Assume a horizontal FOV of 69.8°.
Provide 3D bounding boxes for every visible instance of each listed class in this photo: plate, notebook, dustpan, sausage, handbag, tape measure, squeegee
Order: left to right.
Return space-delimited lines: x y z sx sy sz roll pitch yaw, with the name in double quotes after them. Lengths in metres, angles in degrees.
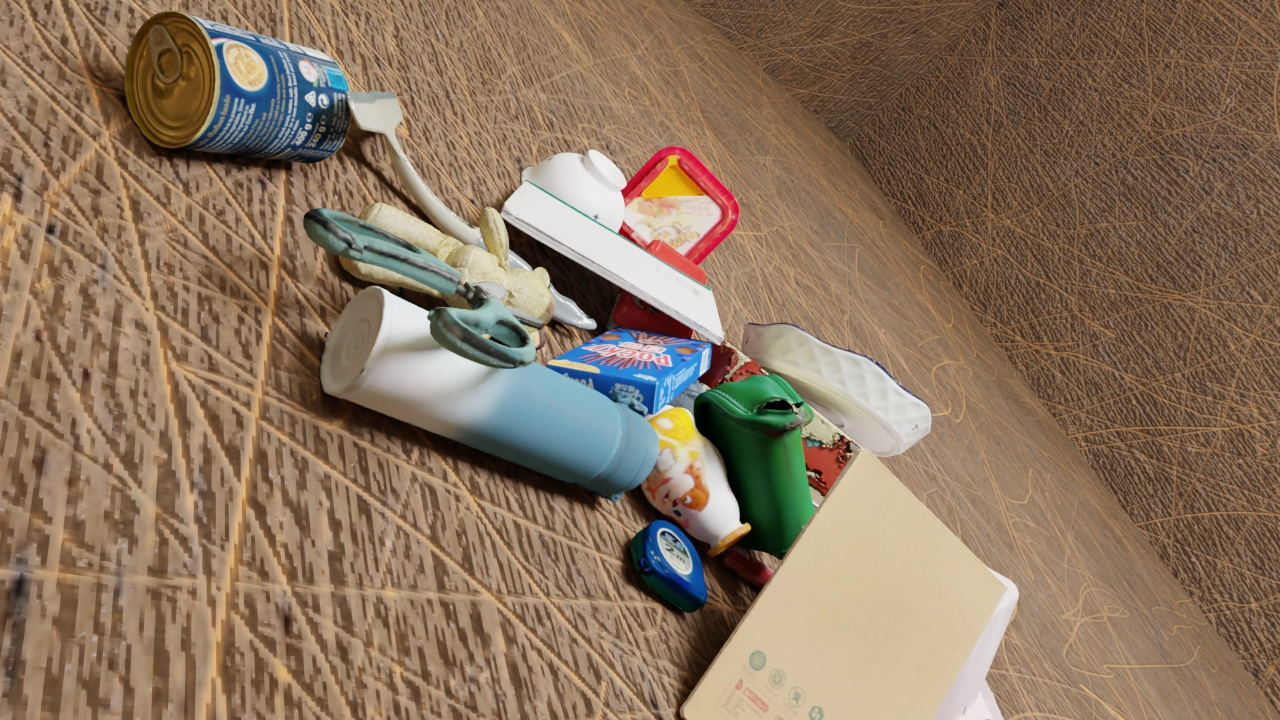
-0.129 -0.102 0.713 0.246 0.039 0.246 46 5 -18 "squeegee"
-0.021 -0.092 0.808 0.209 0.012 0.150 30 17 -10 "notebook"
0.017 0.134 0.605 0.058 0.025 0.054 41 22 -23 "tape measure"
0.097 0.079 0.675 0.120 0.068 0.131 -157 -127 -66 "handbag"
0.117 0.182 0.708 0.156 0.020 0.020 37 26 -21 "sausage"
0.184 0.033 0.908 0.205 0.045 0.205 30 -10 6 "plate"
0.136 0.180 0.577 0.148 0.008 0.207 43 68 -9 "notebook"
0.223 0.231 0.829 0.273 0.139 0.222 28 12 34 "dustpan"

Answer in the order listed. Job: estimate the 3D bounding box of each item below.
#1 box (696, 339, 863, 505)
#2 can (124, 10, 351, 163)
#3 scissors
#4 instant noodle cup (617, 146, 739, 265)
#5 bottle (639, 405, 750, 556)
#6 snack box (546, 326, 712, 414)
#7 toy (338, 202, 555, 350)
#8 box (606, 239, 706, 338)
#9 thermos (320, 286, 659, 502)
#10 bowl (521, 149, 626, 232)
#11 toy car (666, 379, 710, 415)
0.125 0.049 0.818 0.168 0.079 0.091 37 6 -15 "box"
-0.242 -0.163 0.566 0.075 0.075 0.111 52 24 11 "can"
-0.120 -0.047 0.525 0.177 0.019 0.173 32 11 -5 "scissors"
0.038 -0.167 1.021 0.116 0.116 0.124 44 11 -7 "instant noodle cup"
0.034 0.087 0.659 0.108 0.063 0.063 54 24 16 "bottle"
-0.004 0.004 0.709 0.085 0.026 0.156 10 15 16 "snack box"
-0.127 -0.056 0.626 0.157 0.066 0.105 22 66 -38 "toy"
0.021 -0.053 0.884 0.087 0.049 0.200 34 25 -7 "box"
-0.080 0.026 0.558 0.220 0.070 0.070 27 31 -39 "thermos"
-0.053 -0.169 0.913 0.118 0.065 0.118 38 25 -22 "bowl"
0.065 0.067 0.754 0.120 0.054 0.036 41 22 -13 "toy car"
